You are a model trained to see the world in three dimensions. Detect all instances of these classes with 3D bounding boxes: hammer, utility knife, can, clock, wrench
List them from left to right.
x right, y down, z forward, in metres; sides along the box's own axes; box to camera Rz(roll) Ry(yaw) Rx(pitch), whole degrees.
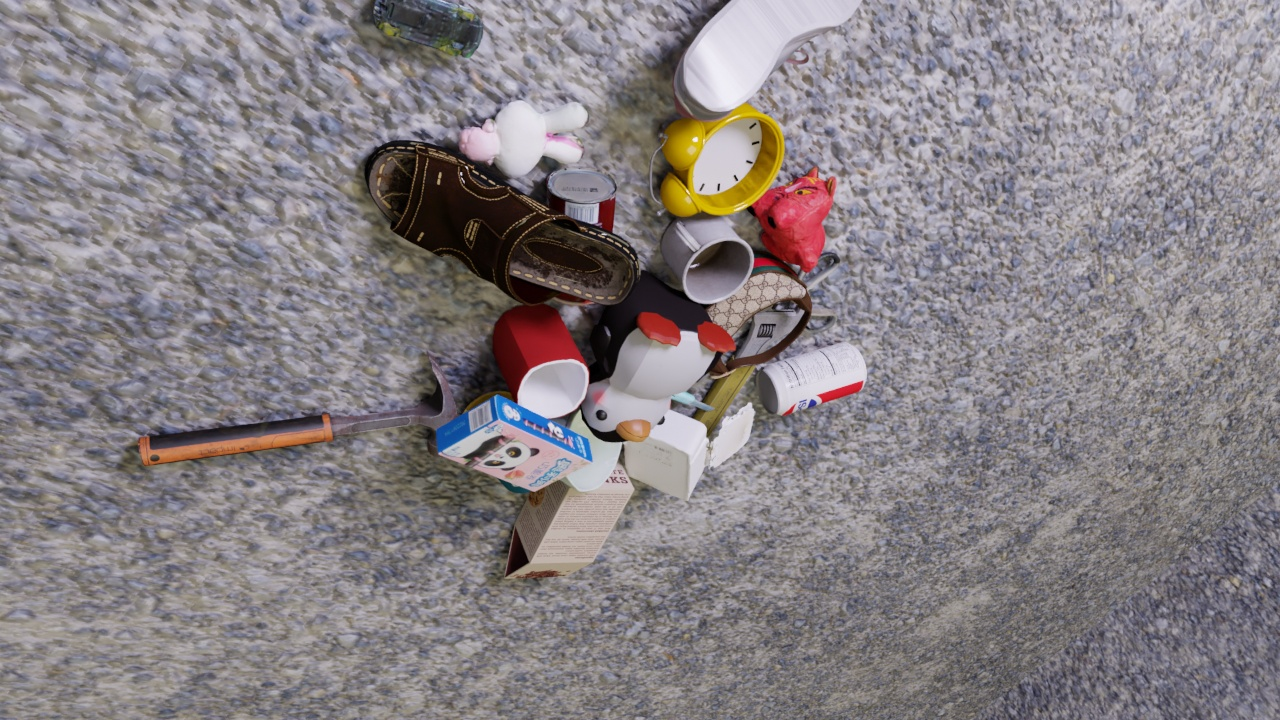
[{"bbox_3d":[-0.348,0.064,0.959,0.313,0.035,0.138,-7,132,-23],"label":"hammer"},{"bbox_3d":[0.040,0.039,1.154,0.141,0.015,0.022,23,131,-35],"label":"utility knife"},{"bbox_3d":[0.076,-0.204,0.936,0.151,0.052,0.114,-19,136,-19],"label":"clock"},{"bbox_3d":[0.127,0.015,1.176,0.083,0.018,0.274,12,125,-26],"label":"wrench"},{"bbox_3d":[0.225,0.025,1.210,0.132,0.070,0.070,-16,135,-15],"label":"can"}]

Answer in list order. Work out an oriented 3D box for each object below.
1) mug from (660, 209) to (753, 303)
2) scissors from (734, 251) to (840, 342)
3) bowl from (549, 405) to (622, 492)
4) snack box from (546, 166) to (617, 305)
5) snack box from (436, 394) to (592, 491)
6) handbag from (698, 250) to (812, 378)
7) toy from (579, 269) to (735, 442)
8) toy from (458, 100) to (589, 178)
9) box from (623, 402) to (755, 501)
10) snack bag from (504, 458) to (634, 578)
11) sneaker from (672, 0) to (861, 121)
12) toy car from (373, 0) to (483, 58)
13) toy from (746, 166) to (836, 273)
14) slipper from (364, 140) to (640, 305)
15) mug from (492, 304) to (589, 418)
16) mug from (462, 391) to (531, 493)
[{"bbox_3d":[0.064,-0.121,0.988,0.084,0.070,0.113,-40,136,9],"label":"mug"},{"bbox_3d":[0.192,-0.072,1.145,0.170,0.012,0.158,12,124,-35],"label":"scissors"},{"bbox_3d":[-0.078,0.095,1.101,0.117,0.061,0.117,-17,111,-54],"label":"bowl"},{"bbox_3d":[-0.061,-0.124,0.918,0.072,0.072,0.121,-11,132,-20],"label":"snack box"},{"bbox_3d":[-0.131,0.091,0.974,0.088,0.033,0.154,-29,144,25],"label":"snack box"},{"bbox_3d":[0.123,-0.044,1.085,0.167,0.063,0.138,-39,124,13],"label":"handbag"},{"bbox_3d":[-0.006,0.006,1.018,0.159,0.140,0.184,7,127,-33],"label":"toy"},{"bbox_3d":[-0.106,-0.205,0.844,0.122,0.038,0.079,-11,146,-20],"label":"toy"},{"bbox_3d":[0.073,0.097,1.173,0.131,0.152,0.107,-58,158,-35],"label":"box"},{"bbox_3d":[-0.102,0.217,1.207,0.094,0.070,0.207,7,125,-33],"label":"snack bag"},{"bbox_3d":[0.113,-0.306,0.849,0.235,0.089,0.099,-43,104,-14],"label":"sneaker"},{"bbox_3d":[-0.173,-0.277,0.747,0.089,0.027,0.039,9,121,-33],"label":"toy car"},{"bbox_3d":[0.190,-0.150,1.029,0.094,0.088,0.133,-40,138,-6],"label":"toy"},{"bbox_3d":[-0.126,-0.112,0.837,0.267,0.075,0.113,23,126,-13],"label":"slipper"},{"bbox_3d":[-0.111,0.013,0.996,0.080,0.096,0.117,-7,132,-24],"label":"mug"},{"bbox_3d":[-0.154,0.102,1.074,0.078,0.078,0.121,-26,141,-5],"label":"mug"}]
